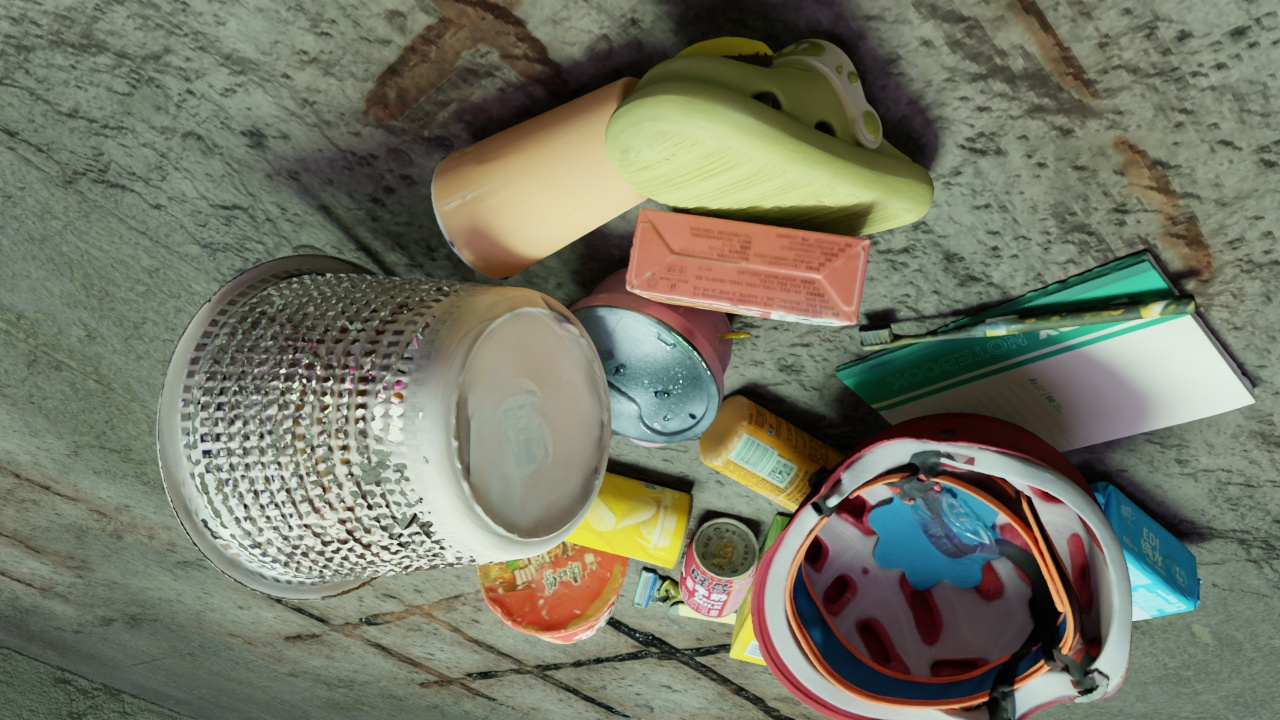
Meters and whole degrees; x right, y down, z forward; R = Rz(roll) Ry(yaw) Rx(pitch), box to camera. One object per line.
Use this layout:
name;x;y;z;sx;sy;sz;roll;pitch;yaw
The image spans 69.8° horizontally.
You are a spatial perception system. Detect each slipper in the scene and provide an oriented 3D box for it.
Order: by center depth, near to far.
slipper;0.067;-0.110;0.446;0.190;0.081;0.092;9;167;-38

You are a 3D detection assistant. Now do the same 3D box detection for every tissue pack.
tissue pack;0.349;0.147;0.700;0.140;0.063;0.090;34;142;-21

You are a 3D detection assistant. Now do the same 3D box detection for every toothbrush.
toothbrush;0.221;-0.024;0.543;0.186;0.012;0.017;-7;126;30

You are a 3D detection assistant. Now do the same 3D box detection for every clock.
clock;-0.004;0.004;0.616;0.117;0.059;0.159;35;138;-5

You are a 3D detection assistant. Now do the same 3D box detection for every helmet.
helmet;0.200;0.136;0.625;0.241;0.143;0.207;-34;93;31

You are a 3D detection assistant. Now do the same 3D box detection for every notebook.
notebook;0.257;0.015;0.600;0.150;0.012;0.210;38;138;-27

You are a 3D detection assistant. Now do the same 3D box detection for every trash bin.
trash bin;-0.134;0.038;0.556;0.192;0.226;0.227;-4;141;35

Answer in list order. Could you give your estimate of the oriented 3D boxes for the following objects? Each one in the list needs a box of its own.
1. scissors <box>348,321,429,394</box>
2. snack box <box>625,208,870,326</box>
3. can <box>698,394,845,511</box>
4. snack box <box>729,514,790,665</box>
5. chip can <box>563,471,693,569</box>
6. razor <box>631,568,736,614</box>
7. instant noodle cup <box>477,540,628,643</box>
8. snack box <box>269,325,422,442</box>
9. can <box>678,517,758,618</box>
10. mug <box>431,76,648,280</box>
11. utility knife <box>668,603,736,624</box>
scissors;-0.174;0.021;0.727;0.135;0.017;0.133;2;128;4
snack box;0.059;-0.047;0.498;0.113;0.044;0.127;9;-177;8
can;0.117;0.083;0.699;0.146;0.058;0.058;30;142;-20
snack box;0.181;0.236;0.874;0.158;0.069;0.210;12;144;3
chip can;-0.064;0.124;0.808;0.213;0.071;0.072;15;144;-2
razor;0.064;0.256;0.984;0.142;0.022;0.043;14;101;-5
instant noodle cup;-0.076;0.205;0.877;0.138;0.137;0.109;8;152;8
snack box;-0.231;0.030;0.776;0.155;0.027;0.077;26;143;-16
can;0.073;0.194;0.857;0.066;0.066;0.094;12;144;3
mug;-0.042;-0.100;0.499;0.123;0.078;0.078;-18;133;31
utility knife;0.132;0.288;1.004;0.213;0.022;0.031;8;146;20
